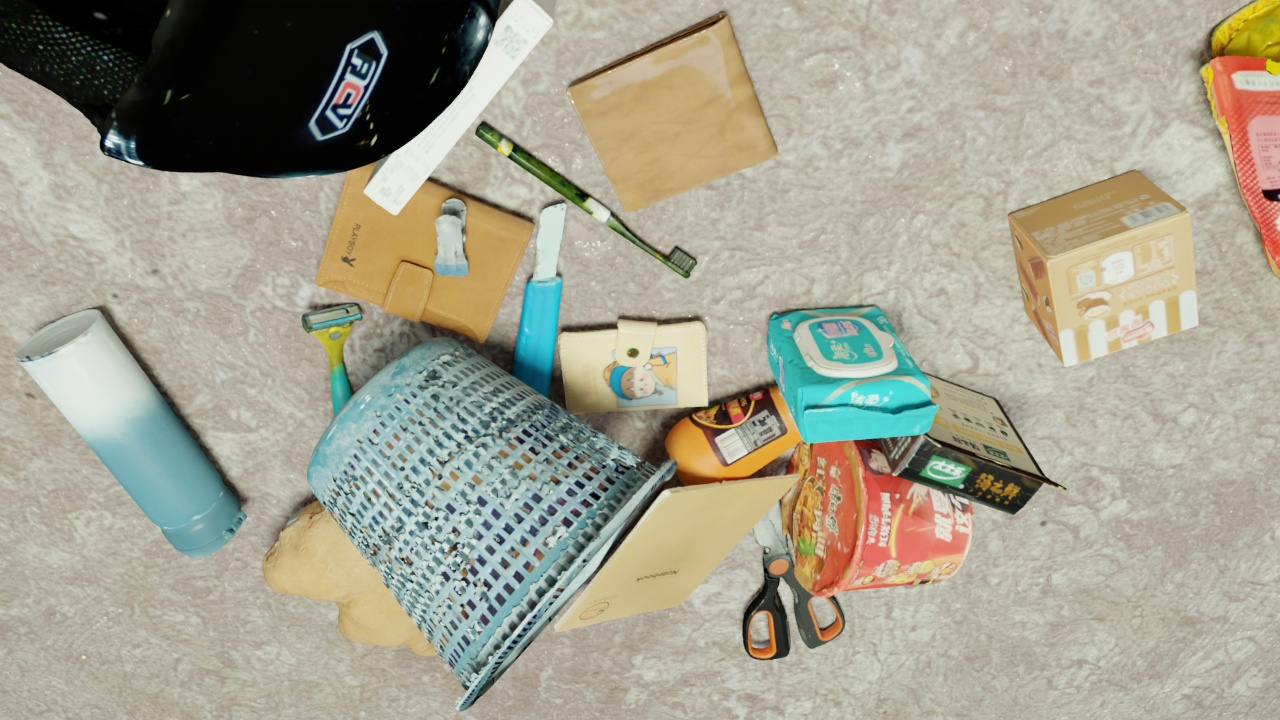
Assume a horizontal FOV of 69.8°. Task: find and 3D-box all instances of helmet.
[{"bbox_3d":[-0.175,-0.200,0.436,0.229,0.274,0.234,15,131,-43],"label":"helmet"}]

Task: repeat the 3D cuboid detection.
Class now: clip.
[{"bbox_3d":[-0.129,-0.080,0.628,0.024,0.026,0.056,7,128,-5],"label":"clip"}]

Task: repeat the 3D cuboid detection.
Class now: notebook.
[{"bbox_3d":[0.029,0.164,0.777,0.147,0.008,0.208,0,138,-38],"label":"notebook"}]

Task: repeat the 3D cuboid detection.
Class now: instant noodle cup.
[{"bbox_3d":[0.193,0.123,0.744,0.108,0.137,0.138,6,124,-16],"label":"instant noodle cup"}]

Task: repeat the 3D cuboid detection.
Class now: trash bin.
[{"bbox_3d":[-0.117,0.096,0.661,0.195,0.226,0.227,41,117,8],"label":"trash bin"}]

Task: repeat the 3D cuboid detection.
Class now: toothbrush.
[{"bbox_3d":[-0.034,-0.112,0.647,0.185,0.012,0.017,32,111,-21],"label":"toothbrush"}]

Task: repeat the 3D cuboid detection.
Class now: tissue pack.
[{"bbox_3d":[0.147,0.009,0.662,0.093,0.133,0.050,-4,120,-4],"label":"tissue pack"}]

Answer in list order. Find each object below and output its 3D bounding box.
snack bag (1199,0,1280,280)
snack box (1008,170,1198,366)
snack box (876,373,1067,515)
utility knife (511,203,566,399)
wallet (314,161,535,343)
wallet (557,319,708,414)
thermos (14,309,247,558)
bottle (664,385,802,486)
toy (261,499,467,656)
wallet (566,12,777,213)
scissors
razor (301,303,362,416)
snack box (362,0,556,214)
[{"bbox_3d":[0.459,-0.150,0.611,0.129,0.073,0.208,-33,124,24],"label":"snack bag"},{"bbox_3d":[0.326,-0.065,0.650,0.093,0.077,0.094,-19,121,11],"label":"snack box"},{"bbox_3d":[0.241,0.061,0.702,0.113,0.125,0.053,19,121,-14],"label":"snack box"},{"bbox_3d":[-0.077,-0.028,0.697,0.034,0.018,0.204,9,125,-5],"label":"utility knife"},{"bbox_3d":[-0.155,-0.077,0.657,0.131,0.031,0.108,21,119,-14],"label":"wallet"},{"bbox_3d":[-0.004,0.004,0.720,0.115,0.024,0.087,-3,128,1],"label":"wallet"},{"bbox_3d":[-0.393,0.066,0.724,0.070,0.070,0.221,-14,123,7],"label":"thermos"},{"bbox_3d":[0.096,0.053,0.735,0.149,0.066,0.067,-27,121,8],"label":"bottle"},{"bbox_3d":[-0.219,0.203,0.816,0.144,0.082,0.226,-28,123,22],"label":"toy"},{"bbox_3d":[0.022,-0.161,0.613,0.115,0.020,0.101,-19,123,14],"label":"wallet"},{"bbox_3d":[0.142,0.192,0.855,0.161,0.021,0.234,4,119,-12],"label":"scissors"},{"bbox_3d":[-0.234,0.018,0.718,0.043,0.028,0.133,-18,126,-28],"label":"razor"},{"bbox_3d":[-0.110,-0.167,0.564,0.027,0.084,0.157,37,115,-24],"label":"snack box"}]
